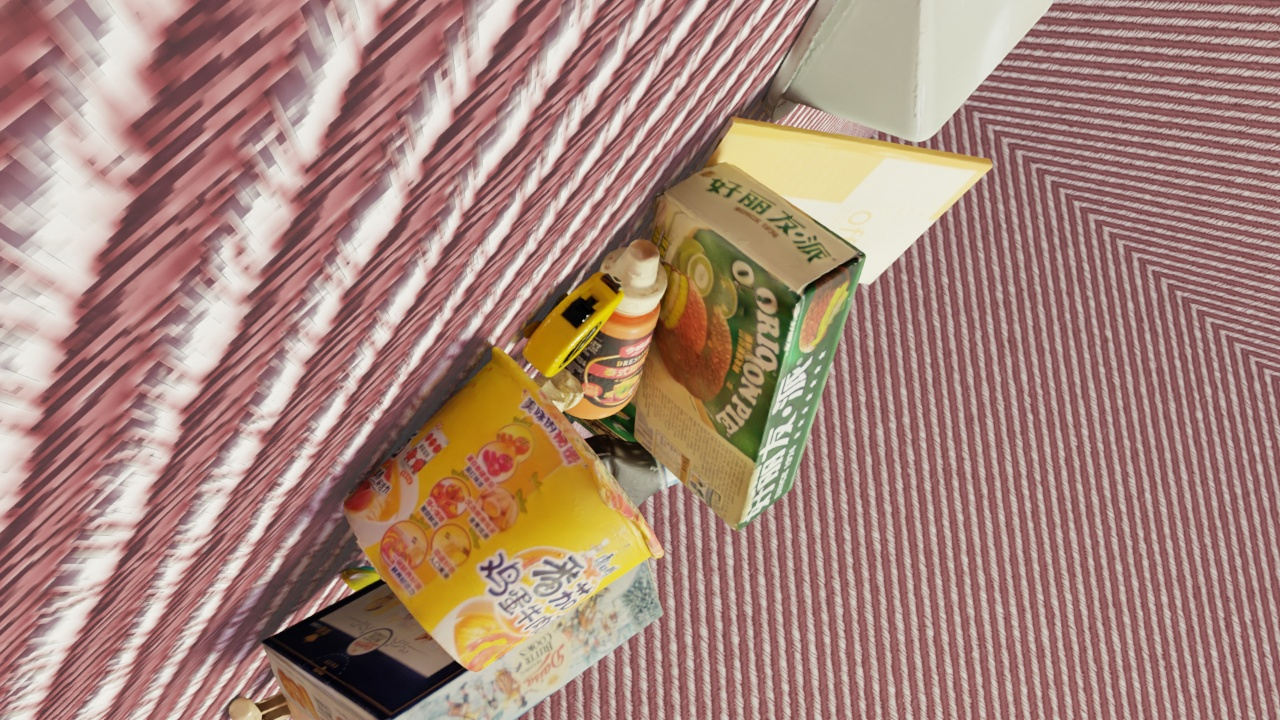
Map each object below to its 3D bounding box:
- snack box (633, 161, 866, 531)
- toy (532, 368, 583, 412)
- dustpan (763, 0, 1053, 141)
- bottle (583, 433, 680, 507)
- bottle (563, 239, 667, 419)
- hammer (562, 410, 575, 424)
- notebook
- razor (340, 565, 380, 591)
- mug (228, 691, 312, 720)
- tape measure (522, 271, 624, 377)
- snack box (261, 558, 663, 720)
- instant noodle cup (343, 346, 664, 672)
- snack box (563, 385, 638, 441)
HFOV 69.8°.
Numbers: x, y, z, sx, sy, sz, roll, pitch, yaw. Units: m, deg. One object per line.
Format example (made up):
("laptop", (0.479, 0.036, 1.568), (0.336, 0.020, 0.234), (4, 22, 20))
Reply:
("snack box", (0.059, 0.001, 0.602), (0.063, 0.114, 0.241), (-32, 147, -29))
("toy", (-0.092, 0.067, 0.582), (0.157, 0.066, 0.105), (-52, 173, 22))
("dustpan", (0.157, -0.249, 0.543), (0.222, 0.143, 0.258), (-46, 148, -21))
("bottle", (-0.023, 0.093, 0.722), (0.194, 0.044, 0.080), (-16, 127, -10))
("bottle", (-0.018, -0.022, 0.576), (0.066, 0.067, 0.150), (-45, 169, -37))
("hammer", (-0.131, 0.110, 0.950), (0.300, 0.033, 0.129), (-47, 178, -9))
("notebook", (0.117, -0.102, 0.631), (0.206, 0.010, 0.146), (2, 150, -26))
("razor", (-0.199, 0.159, 0.694), (0.043, 0.028, 0.132), (-44, 175, -7))
("mug", (-0.262, 0.260, 0.733), (0.124, 0.084, 0.104), (-16, 161, -26))
("tape measure", (-0.042, -0.019, 0.515), (0.057, 0.029, 0.060), (-46, 177, -47))
("snack box", (-0.112, 0.164, 0.563), (0.182, 0.046, 0.178), (-25, -164, -37))
("instant noodle cup", (-0.073, 0.079, 0.464), (0.109, 0.138, 0.138), (-38, 176, -11))
("snack box", (-0.005, 0.004, 0.771), (0.118, 0.117, 0.106), (-48, 165, -16))
